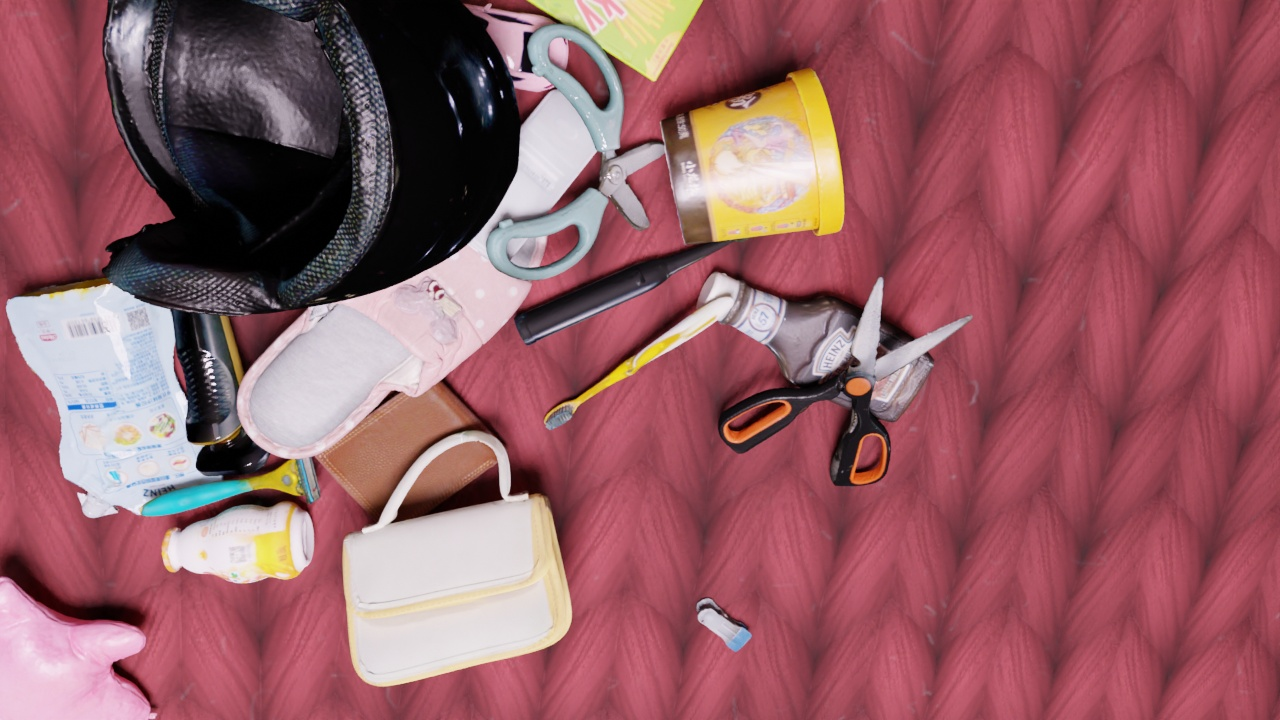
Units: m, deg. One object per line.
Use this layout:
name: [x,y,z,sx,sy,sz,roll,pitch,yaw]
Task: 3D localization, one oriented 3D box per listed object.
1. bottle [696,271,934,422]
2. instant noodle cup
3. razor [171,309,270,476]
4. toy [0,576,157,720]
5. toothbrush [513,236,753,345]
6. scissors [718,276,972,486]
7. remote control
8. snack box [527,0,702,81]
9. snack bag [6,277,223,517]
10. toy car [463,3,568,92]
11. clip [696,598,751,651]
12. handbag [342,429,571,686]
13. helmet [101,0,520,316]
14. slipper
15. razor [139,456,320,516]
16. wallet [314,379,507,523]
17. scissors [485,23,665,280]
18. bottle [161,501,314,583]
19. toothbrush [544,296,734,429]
bottle: [0.139,-0.017,0.748,0.195,0.044,0.080,24,110,-11]
instant noodle cup: [0.079,-0.141,0.670,0.114,0.118,0.118,-11,108,6]
razor: [-0.325,0.005,0.703,0.062,0.067,0.167,-6,99,17]
toy: [-0.493,0.274,0.758,0.178,0.074,0.195,35,104,-25]
toothbrush: [0.001,-0.066,0.726,0.212,0.027,0.026,-24,77,2]
scissors: [0.165,0.030,0.737,0.221,0.021,0.228,-18,129,21]
remote control: [-0.083,-0.136,0.678,0.056,0.020,0.135,39,78,-16]
snack box: [-0.034,-0.279,0.658,0.156,0.026,0.086,30,103,-14]
snack bag: [-0.400,0.032,0.707,0.110,0.039,0.191,-15,111,-20]
toy car: [-0.113,-0.227,0.661,0.122,0.037,0.056,7,105,-7]
clip: [0.073,0.239,0.834,0.058,0.036,0.026,40,101,-19]
handbag: [-0.146,0.146,0.703,0.163,0.063,0.178,-12,79,-3]
helmet: [-0.214,-0.156,0.574,0.275,0.229,0.234,36,117,28]
slipper: [-0.183,-0.031,0.683,0.274,0.054,0.114,-41,105,-5]
razor: [-0.324,0.103,0.724,0.132,0.028,0.043,-12,103,-8]
wallet: [-0.187,0.075,0.750,0.124,0.032,0.101,-35,110,6]
scissors: [-0.058,-0.141,0.661,0.169,0.019,0.171,-45,125,-19]
bottle: [-0.323,0.148,0.739,0.108,0.063,0.063,-4,107,-5]
toothbrush: [-0.004,0.004,0.732,0.192,0.018,0.016,-33,113,19]
